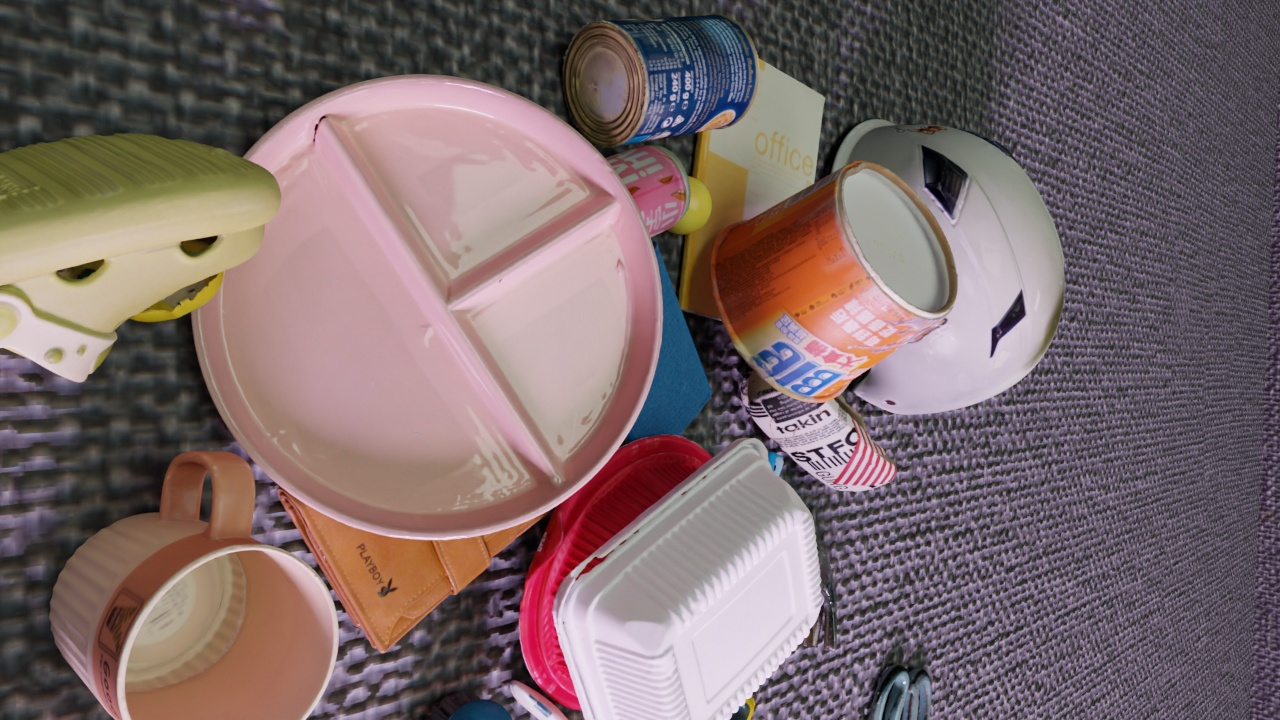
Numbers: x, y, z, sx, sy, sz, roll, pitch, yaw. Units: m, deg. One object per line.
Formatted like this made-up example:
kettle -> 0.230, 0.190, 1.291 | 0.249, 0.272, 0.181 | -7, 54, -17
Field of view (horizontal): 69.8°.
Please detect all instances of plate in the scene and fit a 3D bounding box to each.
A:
plate -> -0.099, -0.026, 0.462 | 0.229, 0.028, 0.229 | 0, 90, -20

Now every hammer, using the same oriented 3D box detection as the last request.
hammer -> 0.072, 0.274, 0.691 | 0.322, 0.032, 0.126 | -54, 127, -34

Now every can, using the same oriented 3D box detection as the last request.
can -> -0.035, -0.086, 0.557 | 0.146, 0.058, 0.058 | -31, 114, -39
can -> 0.013, -0.180, 0.588 | 0.110, 0.075, 0.075 | -22, 108, -42

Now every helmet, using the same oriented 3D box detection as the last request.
helmet -> 0.281, -0.083, 0.804 | 0.229, 0.157, 0.274 | -28, 111, -41

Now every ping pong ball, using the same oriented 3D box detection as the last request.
ping pong ball -> 0.029, -0.107, 0.633 | 0.040, 0.040, 0.040 | -3, 94, -45

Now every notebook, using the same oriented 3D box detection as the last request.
notebook -> 0.090, -0.128, 0.713 | 0.145, 0.010, 0.206 | 11, 85, -45

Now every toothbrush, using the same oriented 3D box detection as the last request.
toothbrush -> -0.031, 0.261, 0.613 | 0.191, 0.016, 0.018 | 55, 46, -32

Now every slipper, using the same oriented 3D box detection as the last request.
slipper -> -0.235, -0.035, 0.355 | 0.190, 0.092, 0.082 | -25, 134, -40

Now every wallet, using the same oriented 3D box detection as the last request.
wallet -> -0.118, 0.078, 0.506 | 0.131, 0.031, 0.108 | -36, 115, -36
wallet -> -0.004, 0.004, 0.607 | 0.106, 0.040, 0.133 | -48, 131, -32

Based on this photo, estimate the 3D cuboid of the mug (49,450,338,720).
mug -> -0.187, 0.094, 0.381 | 0.081, 0.106, 0.114 | 6, 88, -45

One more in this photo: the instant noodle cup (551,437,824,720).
instant noodle cup -> 0.041, 0.142, 0.528 | 0.173, 0.060, 0.138 | -35, 126, -34

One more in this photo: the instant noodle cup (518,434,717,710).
instant noodle cup -> 0.015, 0.149, 0.595 | 0.193, 0.066, 0.194 | -16, 115, -40

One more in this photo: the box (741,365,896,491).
box -> 0.142, 0.044, 0.745 | 0.163, 0.076, 0.087 | 36, 39, -37

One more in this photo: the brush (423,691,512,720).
brush -> -0.103, 0.259, 0.499 | 0.055, 0.074, 0.143 | 29, 73, -37

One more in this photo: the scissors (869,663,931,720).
scissors -> 0.236, 0.377, 0.884 | 0.130, 0.019, 0.184 | 47, 59, -36

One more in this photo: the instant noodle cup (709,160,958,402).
instant noodle cup -> 0.140, -0.059, 0.643 | 0.151, 0.112, 0.151 | 20, 54, -31

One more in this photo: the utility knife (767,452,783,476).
utility knife -> 0.074, 0.146, 0.702 | 0.018, 0.034, 0.159 | 23, 74, -5
